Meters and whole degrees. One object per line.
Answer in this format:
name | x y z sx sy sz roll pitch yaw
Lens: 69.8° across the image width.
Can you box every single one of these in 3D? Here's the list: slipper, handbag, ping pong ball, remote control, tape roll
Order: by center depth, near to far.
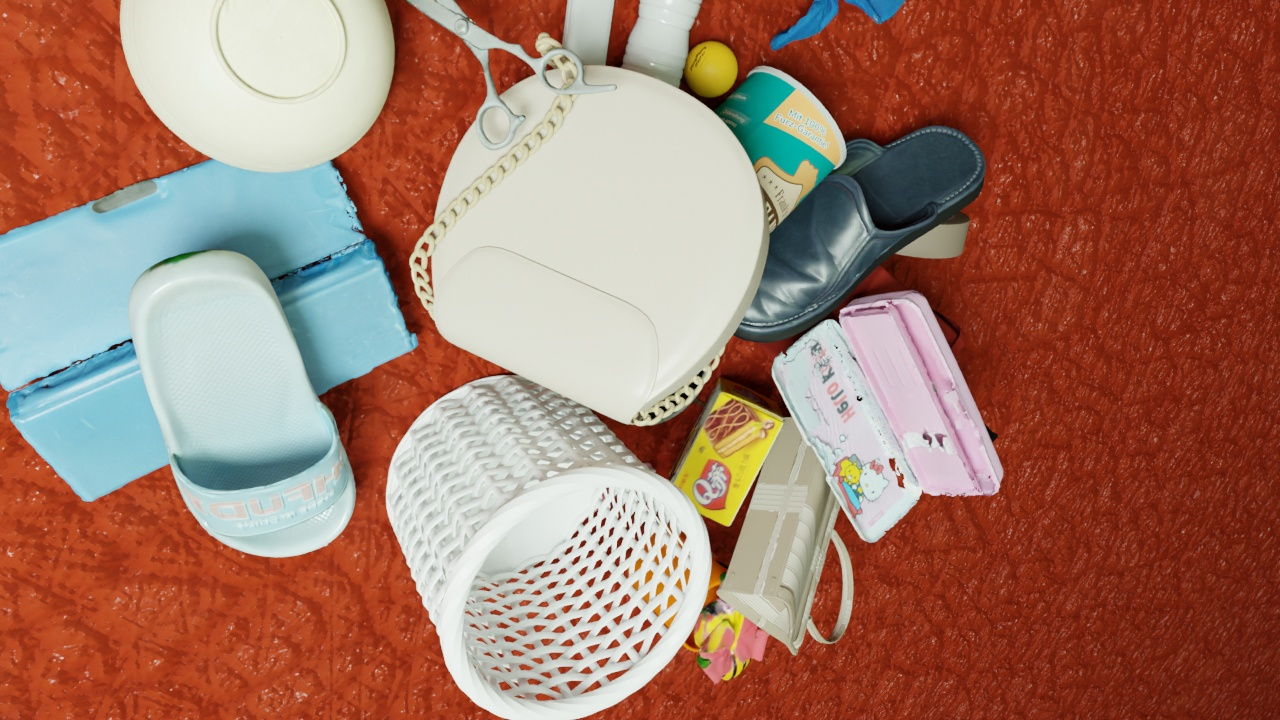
slipper | -0.238 0.045 0.561 0.103 0.074 0.246 -21 136 -22
handbag | -0.027 -0.080 0.597 0.208 0.211 0.103 -66 169 4
remote control | -0.038 -0.221 0.644 0.033 0.012 0.131 -3 114 -31
ping pong ball | 0.052 -0.217 0.684 0.040 0.040 0.040 -14 119 -26
slipper | 0.163 -0.122 0.736 0.265 0.109 0.083 -34 151 -6
tape roll | 0.241 -0.119 0.815 0.093 0.094 0.030 -8 116 -29
handbag | 0.156 0.180 0.823 0.198 0.062 0.175 56 45 -38

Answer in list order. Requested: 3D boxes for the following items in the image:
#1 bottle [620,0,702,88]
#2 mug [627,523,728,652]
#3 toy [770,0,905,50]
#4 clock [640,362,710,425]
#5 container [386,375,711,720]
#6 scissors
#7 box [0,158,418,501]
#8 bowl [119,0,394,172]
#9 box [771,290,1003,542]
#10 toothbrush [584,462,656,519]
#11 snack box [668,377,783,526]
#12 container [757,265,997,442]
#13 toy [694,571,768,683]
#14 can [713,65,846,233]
bottle | 0.012 -0.222 0.654 0.044 0.044 0.136 4 110 -33
mug | 0.040 0.196 0.843 0.077 0.096 0.113 -30 125 -17
toy | 0.126 -0.302 0.673 0.112 0.071 0.176 -45 138 -2
clock | -0.005 0.004 0.747 0.147 0.056 0.104 -7 125 -34
container | -0.075 0.127 0.671 0.189 0.187 0.189 -10 114 -24
scissors | -0.090 -0.199 0.551 0.131 0.014 0.153 -17 95 17
box | -0.273 -0.026 0.570 0.231 0.060 0.175 -28 123 -17
bowl | -0.205 -0.178 0.511 0.150 0.075 0.151 -9 110 -25
box | 0.202 0.053 0.747 0.101 0.111 0.201 -47 116 -34
toothbrush | -0.045 0.126 0.808 0.134 0.016 0.022 -28 119 -18
snack box | 0.074 0.077 0.804 0.061 0.083 0.106 27 99 0
container | 0.223 0.010 0.846 0.201 0.127 0.148 40 89 -28
toy | 0.078 0.239 0.800 0.084 0.046 0.103 -49 134 -30
can | 0.069 -0.135 0.697 0.144 0.099 0.099 -45 128 -5
